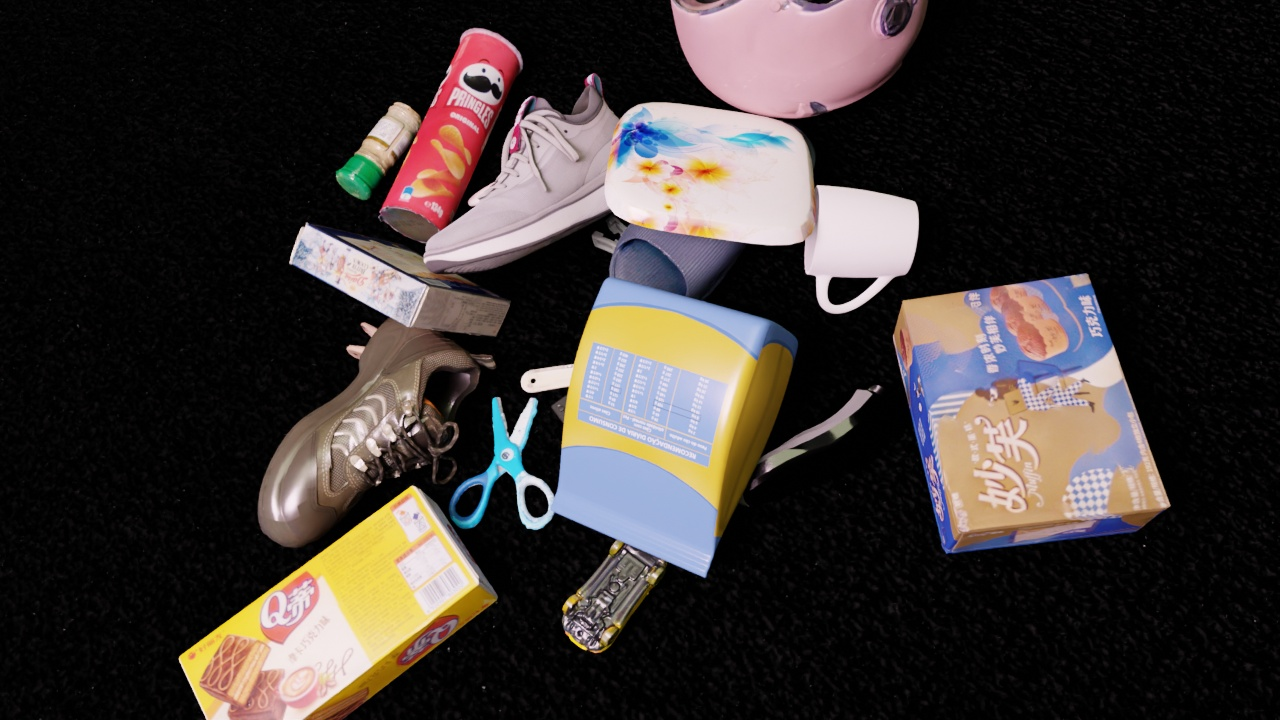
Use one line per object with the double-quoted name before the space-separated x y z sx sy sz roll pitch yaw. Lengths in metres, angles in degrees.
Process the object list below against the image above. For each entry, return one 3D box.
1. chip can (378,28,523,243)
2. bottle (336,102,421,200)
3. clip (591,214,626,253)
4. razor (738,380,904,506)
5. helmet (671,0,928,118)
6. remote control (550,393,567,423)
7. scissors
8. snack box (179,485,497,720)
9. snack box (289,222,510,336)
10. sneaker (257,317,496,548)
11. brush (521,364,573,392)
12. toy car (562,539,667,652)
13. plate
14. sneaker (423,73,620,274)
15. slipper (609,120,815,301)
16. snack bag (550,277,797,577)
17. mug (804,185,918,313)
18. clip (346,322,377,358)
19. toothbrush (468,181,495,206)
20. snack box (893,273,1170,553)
"chip can" -0.196 -0.234 0.960 0.073 0.073 0.232 13 68 14
"bottle" -0.279 -0.226 0.985 0.043 0.043 0.110 23 69 18
"clip" -0.006 -0.117 0.901 0.078 0.023 0.049 23 71 21
"razor" 0.146 0.076 0.768 0.156 0.057 0.060 -36 33 -9
"helmet" 0.161 -0.323 0.889 0.254 0.153 0.230 -26 35 -23
"remote control" -0.030 0.082 0.814 0.030 0.009 0.140 -36 64 -9
"scissors" -0.131 0.093 0.824 0.114 0.013 0.140 -17 66 2
"snack box" -0.245 0.218 0.753 0.230 0.062 0.110 -37 65 -9
"snack box" -0.216 -0.072 0.844 0.145 0.144 0.042 26 98 21
"sneaker" -0.208 0.075 0.796 0.143 0.101 0.237 19 62 24
"brush" -0.005 0.005 0.847 0.218 0.012 0.033 -8 63 6
"toy car" -0.019 0.188 0.749 0.049 0.030 0.106 34 72 23
"plate" 0.065 -0.175 0.821 0.187 0.016 0.186 8 47 -1
"sneaker" -0.099 -0.170 0.845 0.262 0.097 0.129 -35 99 -29
"slipper" 0.072 -0.146 0.856 0.101 0.083 0.263 42 72 7
"snack bag" 0.020 0.052 0.752 0.159 0.102 0.205 18 88 28
"mug" 0.198 -0.098 0.836 0.087 0.081 0.114 5 97 3
"clip" -0.251 -0.017 0.891 0.060 0.024 0.039 10 68 3
"toothbrush" -0.103 -0.211 0.964 0.181 0.018 0.015 -32 63 -6
"snack box" 0.306 0.042 0.747 0.155 0.069 0.202 -8 63 6
